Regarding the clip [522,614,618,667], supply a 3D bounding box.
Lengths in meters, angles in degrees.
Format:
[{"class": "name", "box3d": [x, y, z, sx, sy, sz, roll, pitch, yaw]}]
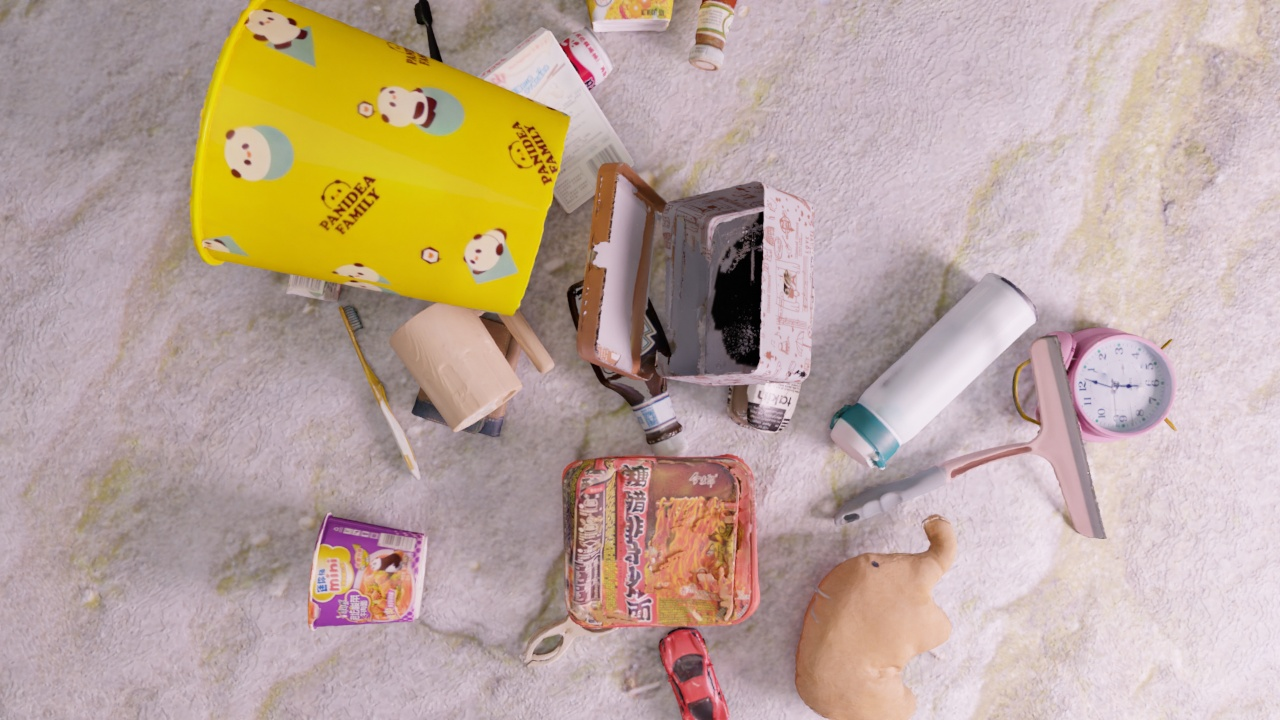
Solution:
[{"class": "clip", "box3d": [-0.075, 0.274, 0.919, 0.097, 0.034, 0.061, -34, 90, -9]}]

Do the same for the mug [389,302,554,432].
[{"class": "mug", "box3d": [-0.156, -0.006, 0.867, 0.124, 0.084, 0.103, -33, 86, -28]}]

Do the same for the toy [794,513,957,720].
[{"class": "toy", "box3d": [0.231, 0.250, 0.893, 0.143, 0.082, 0.226, 21, 96, -13]}]

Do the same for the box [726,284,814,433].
[{"class": "box", "box3d": [0.127, -0.010, 0.916, 0.074, 0.081, 0.163, 8, 89, -32]}]

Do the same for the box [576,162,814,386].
[{"class": "box", "box3d": [0.038, -0.076, 0.821, 0.157, 0.192, 0.183, -5, 79, 43]}]

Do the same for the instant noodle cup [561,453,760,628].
[{"class": "instant noodle cup", "box3d": [0.020, 0.171, 0.894, 0.189, 0.079, 0.164, 0, 91, 0]}]

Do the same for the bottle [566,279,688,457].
[{"class": "bottle", "box3d": [-0.005, 0.005, 0.909, 0.079, 0.044, 0.195, -24, 92, -10]}]

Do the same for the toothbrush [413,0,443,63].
[{"class": "toothbrush", "box3d": [-0.194, -0.256, 0.914, 0.026, 0.027, 0.212, -14, 90, -45]}]

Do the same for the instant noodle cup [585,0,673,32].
[{"class": "instant noodle cup", "box3d": [-0.011, -0.384, 0.877, 0.116, 0.116, 0.124, -1, 102, -1]}]

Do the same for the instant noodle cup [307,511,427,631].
[{"class": "instant noodle cup", "box3d": [-0.259, 0.206, 0.882, 0.099, 0.111, 0.111, 7, 90, -11]}]

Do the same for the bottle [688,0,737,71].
[{"class": "bottle", "box3d": [0.086, -0.389, 0.899, 0.060, 0.060, 0.206, 13, 91, -1]}]

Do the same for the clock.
[{"class": "clock", "box3d": [0.446, 0.026, 0.908, 0.158, 0.060, 0.117, -3, 90, 1]}]

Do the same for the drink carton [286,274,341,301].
[{"class": "drink carton", "box3d": [-0.309, -0.120, 0.899, 0.045, 0.053, 0.122, 12, 90, -5]}]

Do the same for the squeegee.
[{"class": "squeegee", "box3d": [0.309, 0.113, 0.912, 0.250, 0.040, 0.248, -21, 115, 9]}]

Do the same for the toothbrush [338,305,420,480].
[{"class": "toothbrush", "box3d": [-0.258, 0.032, 0.921, 0.018, 0.016, 0.191, -24, 90, -9]}]

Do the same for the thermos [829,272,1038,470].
[{"class": "thermos", "box3d": [0.283, 0.013, 0.904, 0.224, 0.073, 0.073, -43, 91, 0]}]

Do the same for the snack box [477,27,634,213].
[{"class": "snack box", "box3d": [-0.081, -0.226, 0.876, 0.084, 0.027, 0.157, -37, 123, 0]}]

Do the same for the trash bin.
[{"class": "trash bin", "box3d": [-0.207, -0.157, 0.778, 0.255, 0.230, 0.229, 15, 90, -12]}]

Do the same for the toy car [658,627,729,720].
[{"class": "toy car", "box3d": [0.053, 0.321, 0.921, 0.049, 0.031, 0.106, -19, 89, -2]}]

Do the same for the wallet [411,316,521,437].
[{"class": "wallet", "box3d": [-0.169, 0.012, 0.914, 0.090, 0.033, 0.115, 16, 87, 0]}]

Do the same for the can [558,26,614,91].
[{"class": "can", "box3d": [-0.092, -0.267, 0.900, 0.133, 0.053, 0.053, -37, 91, 0]}]
